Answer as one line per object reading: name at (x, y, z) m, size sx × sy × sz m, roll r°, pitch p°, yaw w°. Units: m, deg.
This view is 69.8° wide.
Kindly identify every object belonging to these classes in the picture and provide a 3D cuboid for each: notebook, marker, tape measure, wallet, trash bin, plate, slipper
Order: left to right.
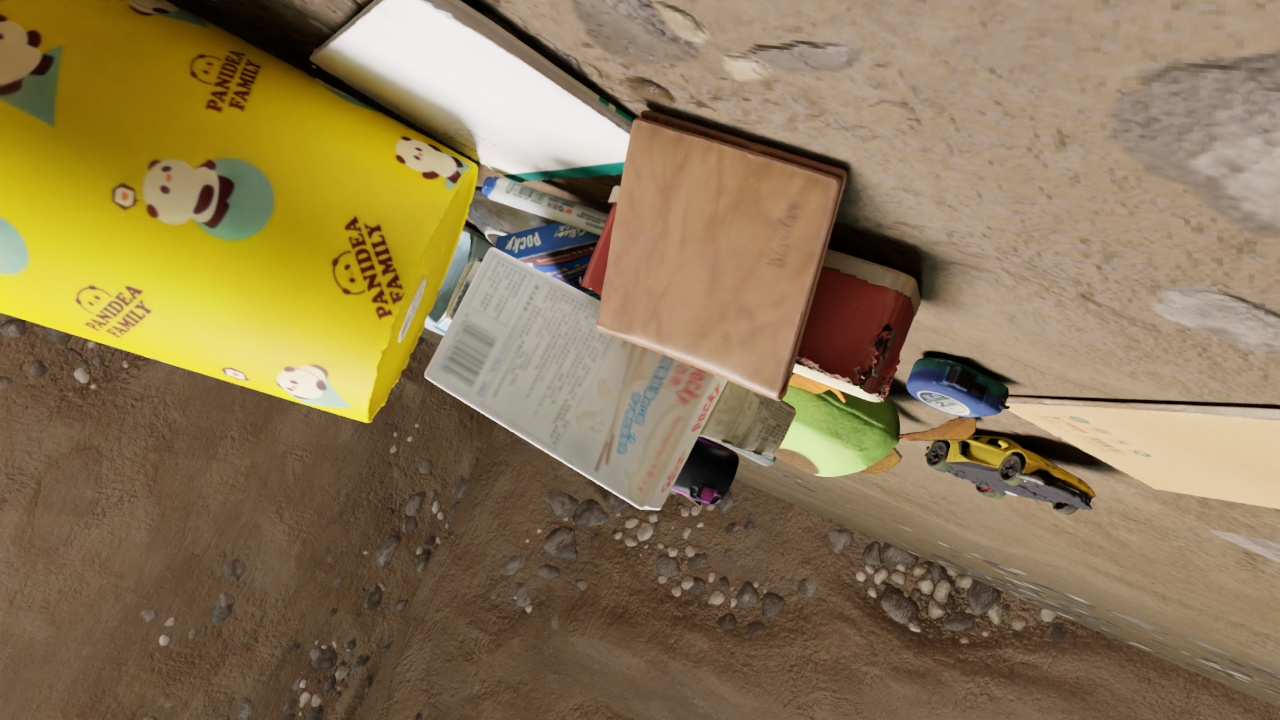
trash bin at (-0.256, -0.091, 0.579) m, size 0.255 × 0.229 × 0.230 m, roll 23°, pitch 173°, yaw -8°
notebook at (-0.089, -0.138, 0.496) m, size 0.150 × 0.012 × 0.209 m, roll 28°, pitch 173°, yaw -31°
slipper at (-0.123, -0.050, 0.890) m, size 0.245 × 0.104 × 0.074 m, roll 25°, pitch -178°, yaw -40°
plate at (-0.074, -0.088, 0.760) m, size 0.179 × 0.024 × 0.179 m, roll 24°, pitch 172°, yaw 3°
marker at (-0.036, -0.092, 0.596) m, size 0.146 × 0.017 × 0.017 m, roll 20°, pitch 172°, yaw 11°
tape measure at (0.029, 0.065, 0.562) m, size 0.058 × 0.039 × 0.057 m, roll 23°, pitch 179°, yaw -14°
wallet at (0.033, -0.047, 0.425) m, size 0.101 × 0.115 × 0.020 m, roll 21°, pitch -148°, yaw 19°
tape measure at (0.201, 0.016, 0.590) m, size 0.054 × 0.025 × 0.058 m, roll 28°, pitch 168°, yaw -8°
notebook at (0.328, 0.057, 0.527) m, size 0.147 × 0.008 × 0.208 m, roll 26°, pitch 173°, yaw -14°

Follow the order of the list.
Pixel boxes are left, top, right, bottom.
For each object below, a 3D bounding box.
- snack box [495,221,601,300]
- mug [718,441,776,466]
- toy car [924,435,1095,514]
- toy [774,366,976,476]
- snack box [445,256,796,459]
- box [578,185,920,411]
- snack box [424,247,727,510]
snack box at (-0.031, -0.058, 0.690) m, size 0.085 × 0.026 × 0.157 m, roll -9°, pitch 157°, yaw 24°
mug at (0.080, 0.048, 0.900) m, size 0.103 × 0.084 × 0.124 m, roll 32°, pitch -159°, yaw -54°
toy car at (0.289, 0.086, 0.721) m, size 0.071 × 0.041 × 0.156 m, roll 27°, pitch 174°, yaw -16°
toy at (0.126, 0.037, 0.736) m, size 0.246 × 0.089 × 0.227 m, roll 22°, pitch 164°, yaw -5°
snack box at (-0.004, 0.004, 0.599) m, size 0.183 × 0.046 × 0.177 m, roll 24°, pitch 180°, yaw 23°
box at (0.057, -0.028, 0.496) m, size 0.168 × 0.076 × 0.091 m, roll 21°, pitch -179°, yaw 20°
snack box at (-0.037, 0.007, 0.497) m, size 0.157 × 0.084 × 0.027 m, roll 28°, pitch -179°, yaw 23°
